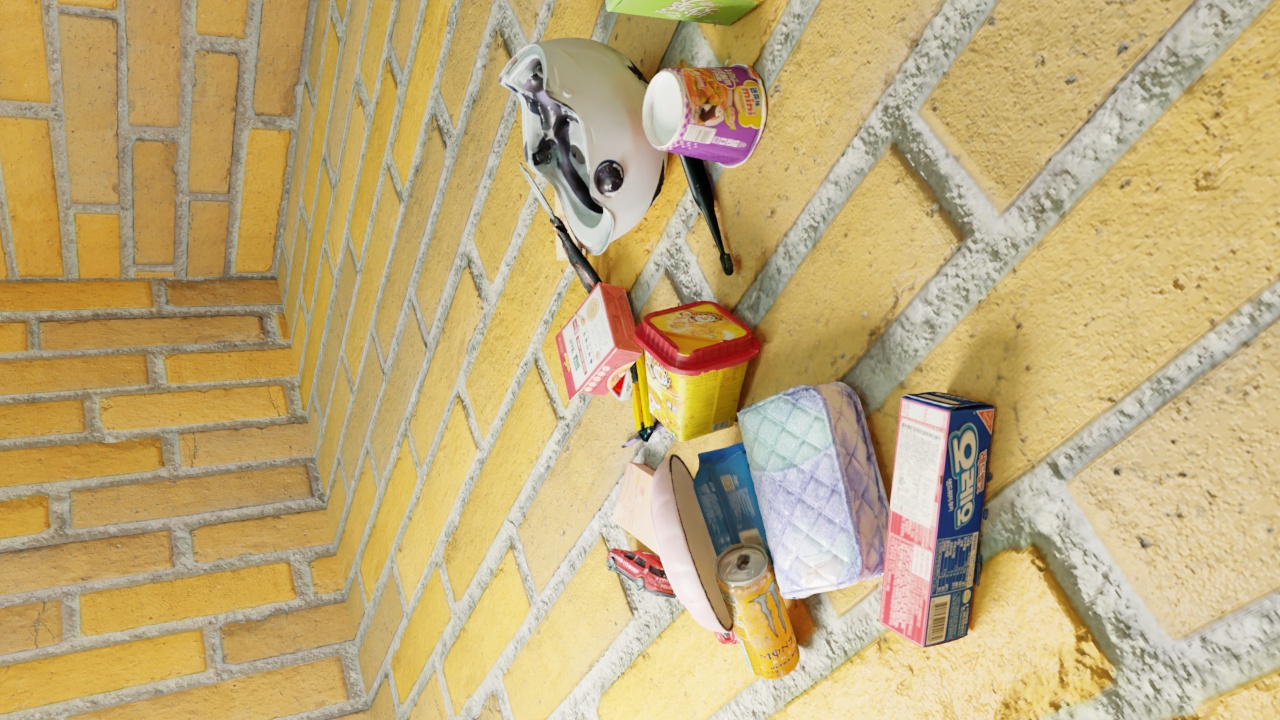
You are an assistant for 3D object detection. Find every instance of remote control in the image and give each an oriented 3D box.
[{"bbox_3d":[-0.048,0.001,1.278,0.136,0.020,0.056,47,133,46],"label":"remote control"}]

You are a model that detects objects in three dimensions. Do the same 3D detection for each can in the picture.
[{"bbox_3d":[0.120,0.258,0.938,0.058,0.058,0.146,31,146,54],"label":"can"}]

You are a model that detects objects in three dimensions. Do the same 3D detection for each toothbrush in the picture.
[{"bbox_3d":[0.071,-0.192,1.051,0.027,0.026,0.212,107,149,-67],"label":"toothbrush"},{"bbox_3d":[0.019,0.086,1.184,0.190,0.014,0.016,-36,56,55],"label":"toothbrush"}]

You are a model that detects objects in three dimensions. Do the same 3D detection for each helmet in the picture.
[{"bbox_3d":[-0.049,-0.273,1.118,0.229,0.145,0.259,34,150,61],"label":"helmet"}]

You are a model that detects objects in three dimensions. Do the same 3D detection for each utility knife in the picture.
[{"bbox_3d":[-0.007,0.007,1.205,0.033,0.015,0.206,-32,60,49],"label":"utility knife"}]

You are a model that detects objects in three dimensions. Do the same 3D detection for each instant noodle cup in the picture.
[{"bbox_3d":[0.063,-0.267,0.987,0.112,0.099,0.111,9,100,60],"label":"instant noodle cup"},{"bbox_3d":[0.060,0.014,1.024,0.116,0.115,0.124,44,142,48],"label":"instant noodle cup"}]

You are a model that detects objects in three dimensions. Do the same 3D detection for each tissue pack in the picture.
[{"bbox_3d":[0.115,0.163,0.978,0.095,0.052,0.157,-27,78,46],"label":"tissue pack"}]

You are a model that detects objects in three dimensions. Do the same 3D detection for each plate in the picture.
[{"bbox_3d":[0.049,0.195,0.968,0.192,0.039,0.192,-19,-91,-81],"label":"plate"}]

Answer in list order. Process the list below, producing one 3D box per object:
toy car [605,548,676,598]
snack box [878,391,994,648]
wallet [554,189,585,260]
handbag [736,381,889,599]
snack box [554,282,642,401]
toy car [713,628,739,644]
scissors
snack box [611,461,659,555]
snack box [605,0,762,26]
[{"bbox_3d":[0.004,0.272,1.195,0.121,0.053,0.045,15,85,51],"label":"toy car"},{"bbox_3d":[0.247,0.131,0.768,0.058,0.057,0.207,21,112,59],"label":"snack box"},{"bbox_3d":[-0.102,-0.204,1.342,0.087,0.024,0.115,9,100,57],"label":"wallet"},{"bbox_3d":[0.167,0.124,0.880,0.134,0.075,0.193,-28,68,49],"label":"handbag"},{"bbox_3d":[-0.058,-0.021,1.232,0.127,0.044,0.113,-47,46,40],"label":"snack box"},{"bbox_3d":[0.093,0.275,1.061,0.049,0.031,0.106,-30,71,55],"label":"toy car"},{"bbox_3d":[-0.112,-0.173,1.241,0.234,0.021,0.162,56,174,-14],"label":"scissors"},{"bbox_3d":[0.022,0.193,1.163,0.157,0.026,0.084,26,102,56],"label":"snack box"},{"bbox_3d":[0.035,-0.465,0.950,0.070,0.157,0.210,-12,83,61],"label":"snack box"}]
